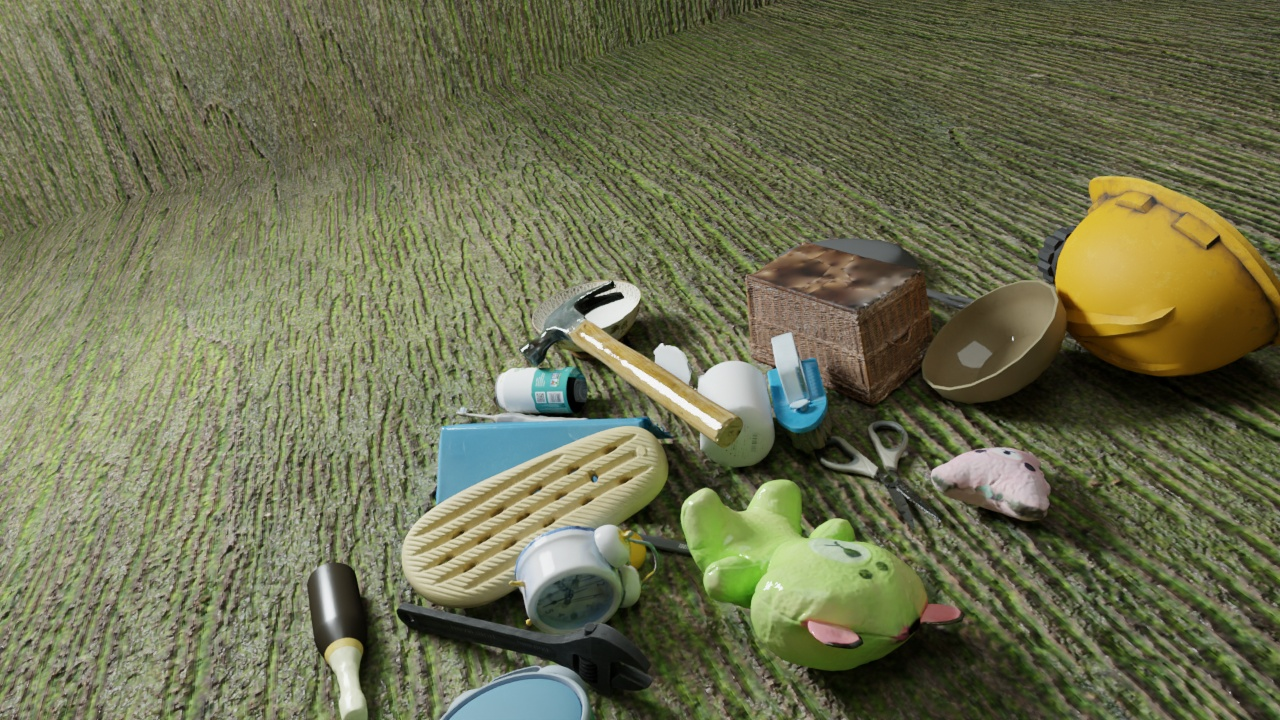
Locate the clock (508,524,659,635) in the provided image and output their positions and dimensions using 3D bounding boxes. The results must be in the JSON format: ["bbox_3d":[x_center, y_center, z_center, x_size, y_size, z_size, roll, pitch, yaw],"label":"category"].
[{"bbox_3d":[-0.045,0.183,0.778,0.125,0.089,0.052,-18,36,-4],"label":"clock"}]

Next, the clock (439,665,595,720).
[{"bbox_3d":[-0.087,0.277,0.659,0.122,0.075,0.161,-17,18,-3],"label":"clock"}]

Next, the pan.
[{"bbox_3d":[0.292,-0.114,1.155,0.216,0.024,0.355,-16,24,-23],"label":"pan"}]

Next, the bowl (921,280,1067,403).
[{"bbox_3d":[0.366,-0.010,0.932,0.152,0.050,0.152,-41,17,15],"label":"bowl"}]

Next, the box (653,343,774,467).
[{"bbox_3d":[0.070,0.041,0.963,0.136,0.084,0.146,0,30,5],"label":"box"}]

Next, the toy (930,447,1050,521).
[{"bbox_3d":[0.316,0.102,0.802,0.099,0.053,0.095,16,29,37],"label":"toy"}]

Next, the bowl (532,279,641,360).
[{"bbox_3d":[-0.064,-0.045,1.195,0.145,0.063,0.145,-10,30,6],"label":"bowl"}]

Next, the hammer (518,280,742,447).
[{"bbox_3d":[-0.006,0.006,0.973,0.132,0.033,0.331,-45,40,-10],"label":"hammer"}]

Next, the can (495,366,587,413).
[{"bbox_3d":[-0.117,0.036,1.089,0.102,0.055,0.054,-1,32,21],"label":"can"}]

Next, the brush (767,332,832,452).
[{"bbox_3d":[0.161,0.032,0.945,0.055,0.075,0.135,-18,25,11],"label":"brush"}]

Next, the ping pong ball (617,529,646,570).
[{"bbox_3d":[-0.015,0.173,0.829,0.040,0.040,0.040,-10,30,6],"label":"ping pong ball"}]

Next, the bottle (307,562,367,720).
[{"bbox_3d":[-0.260,0.247,0.801,0.045,0.045,0.184,-22,31,-14],"label":"bottle"}]

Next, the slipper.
[{"bbox_3d":[-0.090,0.153,0.856,0.261,0.079,0.111,-28,54,-3],"label":"slipper"}]

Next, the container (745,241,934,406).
[{"bbox_3d":[0.219,-0.048,1.033,0.113,0.113,0.199,-31,33,-27],"label":"container"}]

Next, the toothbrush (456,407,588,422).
[{"bbox_3d":[-0.142,0.072,1.073,0.186,0.022,0.024,4,64,28],"label":"toothbrush"}]

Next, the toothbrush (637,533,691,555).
[{"bbox_3d":[-0.011,0.168,0.867,0.168,0.013,0.012,6,35,27],"label":"toothbrush"}]

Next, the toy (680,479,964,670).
[{"bbox_3d":[0.127,0.174,0.718,0.150,0.107,0.197,-4,32,-32],"label":"toy"}]

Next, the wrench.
[{"bbox_3d":[-0.106,0.230,0.758,0.274,0.073,0.018,0,32,34],"label":"wrench"}]

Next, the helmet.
[{"bbox_3d":[0.485,-0.064,0.900,0.131,0.205,0.255,-39,24,8],"label":"helmet"}]

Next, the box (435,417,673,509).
[{"bbox_3d":[-0.088,0.114,0.971,0.232,0.112,0.094,-5,76,19],"label":"box"}]

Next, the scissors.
[{"bbox_3d":[0.222,0.106,0.869,0.150,0.013,0.164,1,33,26],"label":"scissors"}]
